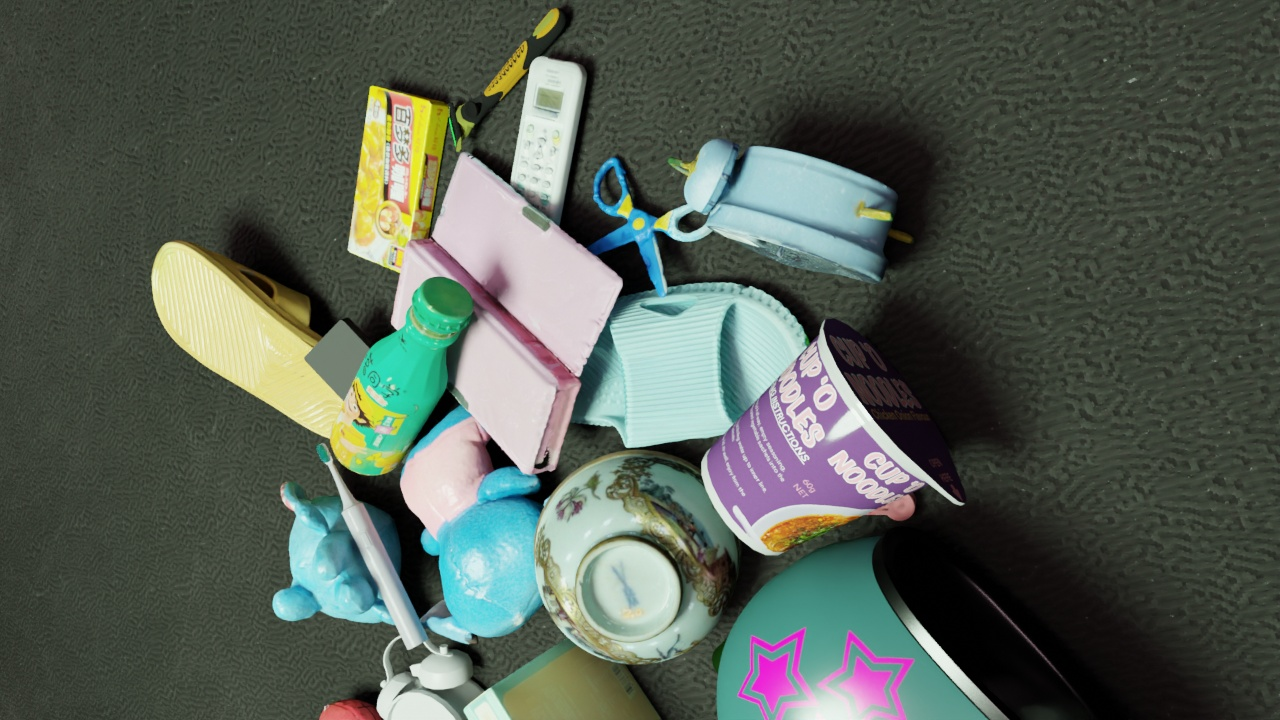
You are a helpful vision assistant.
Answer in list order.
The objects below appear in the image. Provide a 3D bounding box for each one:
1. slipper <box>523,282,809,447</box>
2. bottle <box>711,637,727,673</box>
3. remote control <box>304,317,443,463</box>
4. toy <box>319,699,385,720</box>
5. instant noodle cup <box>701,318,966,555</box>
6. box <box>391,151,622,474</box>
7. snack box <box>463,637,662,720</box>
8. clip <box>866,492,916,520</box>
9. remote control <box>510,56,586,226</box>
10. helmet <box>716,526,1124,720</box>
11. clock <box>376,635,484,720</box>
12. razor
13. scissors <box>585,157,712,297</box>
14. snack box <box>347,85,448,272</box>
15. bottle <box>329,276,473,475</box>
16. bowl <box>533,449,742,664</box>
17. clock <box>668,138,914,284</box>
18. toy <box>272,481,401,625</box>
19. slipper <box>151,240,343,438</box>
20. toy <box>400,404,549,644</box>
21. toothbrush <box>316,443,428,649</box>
[{"bbox_3d":[-0.004,0.004,0.686,0.277,0.069,0.116,-3,93,32],"label":"slipper"},{"bbox_3d":[0.099,0.188,0.669,0.033,0.033,0.123,45,116,18],"label":"bottle"},{"bbox_3d":[-0.240,0.028,0.834,0.058,0.013,0.133,-40,94,17],"label":"remote control"},{"bbox_3d":[-0.266,0.390,0.910,0.133,0.062,0.092,48,136,-3],"label":"toy"},{"bbox_3d":[0.114,0.064,0.583,0.122,0.121,0.136,-41,67,25],"label":"instant noodle cup"},{"bbox_3d":[-0.120,-0.044,0.732,0.233,0.040,0.179,40,120,36],"label":"box"},{"bbox_3d":[-0.029,0.311,0.701,0.044,0.141,0.193,-43,75,28],"label":"snack box"},{"bbox_3d":[0.154,0.097,0.621,0.060,0.045,0.023,5,103,45],"label":"clip"},{"bbox_3d":[-0.073,-0.169,0.728,0.050,0.022,0.133,21,107,28],"label":"remote control"},{"bbox_3d":[0.164,0.248,0.554,0.275,0.176,0.201,46,115,18],"label":"helmet"},{"bbox_3d":[-0.192,0.329,0.850,0.120,0.061,0.159,-37,80,30],"label":"clock"},{"bbox_3d":[-0.109,-0.230,0.741,0.144,0.021,0.044,-38,54,30],"label":"razor"},{"bbox_3d":[0.002,-0.102,0.684,0.127,0.013,0.125,-24,69,20],"label":"scissors"},{"bbox_3d":[-0.216,-0.160,0.814,0.075,0.025,0.152,22,108,27],"label":"snack box"},{"bbox_3d":[-0.191,0.014,0.738,0.068,0.067,0.210,52,133,14],"label":"bottle"},{"bbox_3d":[-0.005,0.150,0.656,0.160,0.094,0.160,0,95,5],"label":"bowl"},{"bbox_3d":[0.089,-0.096,0.586,0.162,0.118,0.060,21,96,21],"label":"clock"},{"bbox_3d":[-0.270,0.190,0.818,0.114,0.181,0.183,-37,99,-7],"label":"toy"},{"bbox_3d":[-0.355,-0.019,0.893,0.263,0.078,0.100,35,108,4],"label":"slipper"},{"bbox_3d":[-0.127,0.128,0.768,0.225,0.098,0.191,-43,65,26],"label":"toy"},{"bbox_3d":[-0.228,0.154,0.770,0.018,0.019,0.188,-29,84,12],"label":"toothbrush"}]
